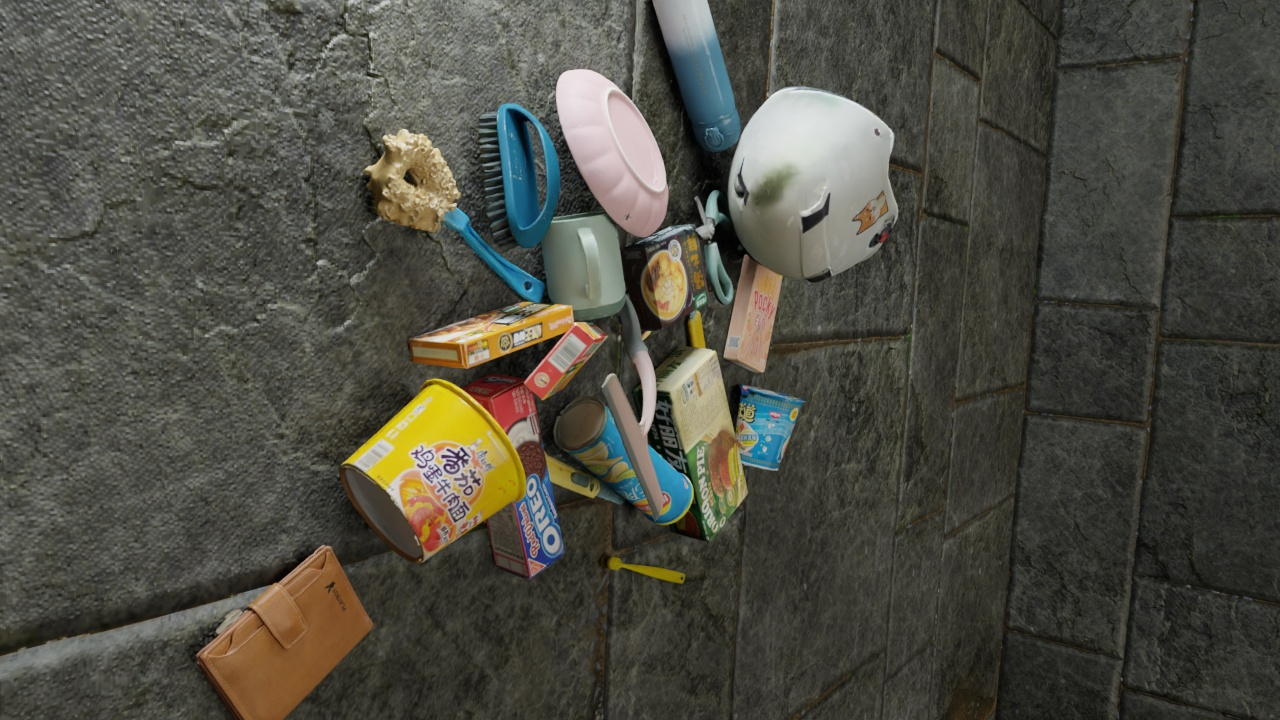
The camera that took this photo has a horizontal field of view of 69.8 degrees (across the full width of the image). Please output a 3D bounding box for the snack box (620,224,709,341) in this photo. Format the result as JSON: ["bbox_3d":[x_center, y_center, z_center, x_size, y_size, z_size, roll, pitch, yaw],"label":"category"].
[{"bbox_3d":[0.031,-0.093,1.137,0.113,0.053,0.126,-33,116,-47],"label":"snack box"}]

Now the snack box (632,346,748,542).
[{"bbox_3d":[0.071,0.111,1.209,0.114,0.063,0.240,-43,129,-41],"label":"snack box"}]

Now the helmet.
[{"bbox_3d":[0.205,-0.206,1.196,0.156,0.230,0.275,-44,147,-35],"label":"helmet"}]

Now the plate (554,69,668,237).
[{"bbox_3d":[-0.019,-0.226,0.977,0.192,0.039,0.192,46,31,-40],"label":"plate"}]

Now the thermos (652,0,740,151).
[{"bbox_3d":[0.071,-0.365,1.127,0.070,0.070,0.221,-51,133,-36],"label":"thermos"}]

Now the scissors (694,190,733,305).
[{"bbox_3d":[0.100,-0.167,1.205,0.170,0.019,0.180,64,30,-43],"label":"scissors"}]

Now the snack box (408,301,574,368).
[{"bbox_3d":[-0.140,-0.026,0.885,0.153,0.075,0.026,-25,114,-50],"label":"snack box"}]

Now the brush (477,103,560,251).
[{"bbox_3d":[-0.113,-0.177,0.875,0.055,0.074,0.143,15,66,-66],"label":"brush"}]

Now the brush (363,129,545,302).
[{"bbox_3d":[-0.166,-0.122,0.872,0.254,0.046,0.083,43,57,-52],"label":"brush"}]

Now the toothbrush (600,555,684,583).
[{"bbox_3d":[0.006,0.271,1.188,0.190,0.017,0.015,30,71,-53],"label":"toothbrush"}]

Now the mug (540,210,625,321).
[{"bbox_3d":[-0.057,-0.097,0.956,0.082,0.112,0.106,-9,102,-11],"label":"mug"}]

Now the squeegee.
[{"bbox_3d":[-0.006,0.006,1.003,0.248,0.040,0.249,70,9,-50],"label":"squeegee"}]

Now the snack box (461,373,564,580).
[{"bbox_3d":[-0.132,0.119,0.938,0.057,0.058,0.208,-30,119,-45],"label":"snack box"}]

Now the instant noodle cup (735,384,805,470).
[{"bbox_3d":[0.179,0.099,1.338,0.099,0.099,0.110,8,97,-54],"label":"instant noodle cup"}]

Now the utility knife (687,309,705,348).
[{"bbox_3d":[0.081,-0.001,1.244,0.033,0.015,0.171,-36,123,-52],"label":"utility knife"}]

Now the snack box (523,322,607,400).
[{"bbox_3d":[-0.073,-0.003,0.930,0.077,0.027,0.155,-49,180,4],"label":"snack box"}]

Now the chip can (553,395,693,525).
[{"bbox_3d":[-0.015,0.121,1.079,0.210,0.071,0.071,46,59,-45],"label":"chip can"}]

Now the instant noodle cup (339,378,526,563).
[{"bbox_3d":[-0.185,0.102,0.804,0.109,0.138,0.138,-41,127,-33],"label":"instant noodle cup"}]

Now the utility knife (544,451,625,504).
[{"bbox_3d":[-0.074,0.137,1.060,0.212,0.022,0.031,37,66,-56],"label":"utility knife"}]

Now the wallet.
[{"bbox_3d":[-0.291,0.232,0.762,0.131,0.031,0.108,-45,131,-42],"label":"wallet"}]

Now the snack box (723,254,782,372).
[{"bbox_3d":[0.166,-0.068,1.340,0.084,0.026,0.157,22,78,-53],"label":"snack box"}]
